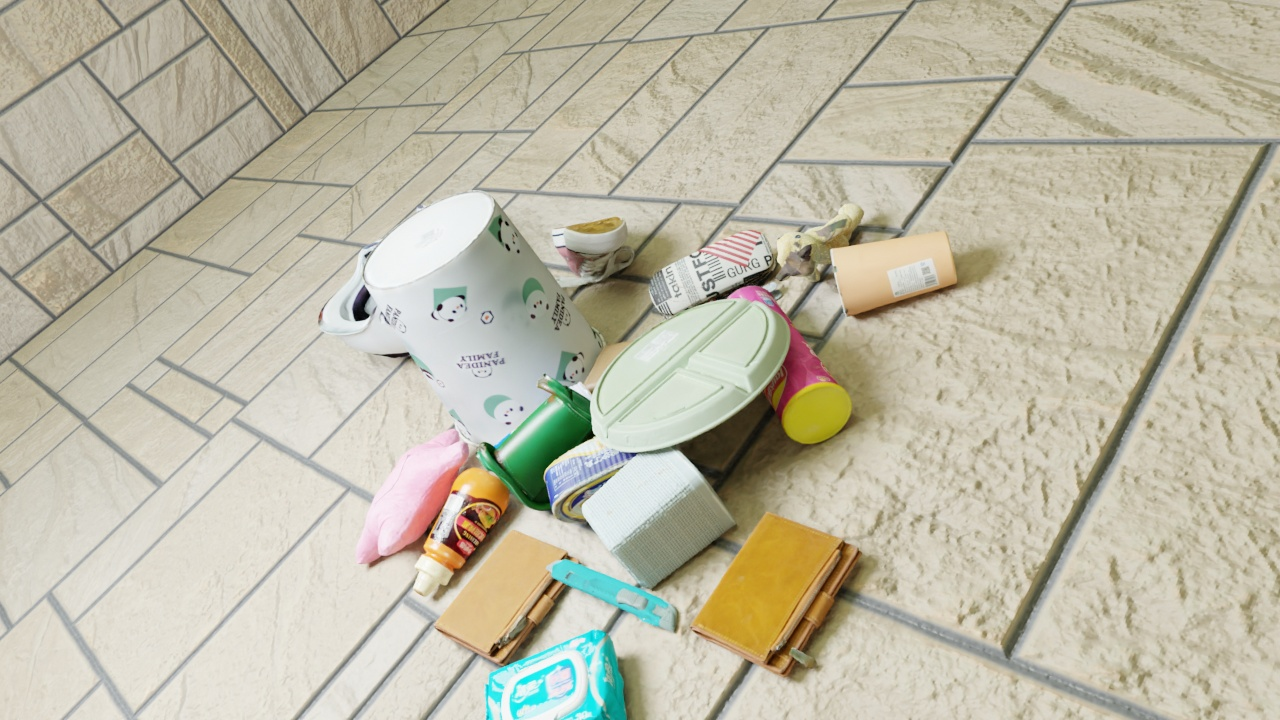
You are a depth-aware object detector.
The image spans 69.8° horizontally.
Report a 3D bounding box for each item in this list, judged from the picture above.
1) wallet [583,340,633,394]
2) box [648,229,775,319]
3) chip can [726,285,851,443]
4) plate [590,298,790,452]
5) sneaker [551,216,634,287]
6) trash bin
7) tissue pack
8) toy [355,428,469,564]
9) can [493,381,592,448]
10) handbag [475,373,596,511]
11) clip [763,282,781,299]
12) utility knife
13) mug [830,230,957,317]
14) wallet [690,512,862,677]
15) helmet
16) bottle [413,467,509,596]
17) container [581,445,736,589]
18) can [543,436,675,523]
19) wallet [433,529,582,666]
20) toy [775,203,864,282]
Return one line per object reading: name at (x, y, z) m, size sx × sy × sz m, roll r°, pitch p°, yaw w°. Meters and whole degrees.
wallet at (-0.007, 0.007, 1.122) m, size 0.115 × 0.033 × 0.090 m, roll -8°, pitch 39°, yaw 31°
box at (0.095, -0.099, 1.166) m, size 0.163 × 0.082 × 0.075 m, roll -26°, pitch 70°, yaw 6°
chip can at (0.149, -0.002, 0.981) m, size 0.071 × 0.071 × 0.210 m, roll -29°, pitch 36°, yaw 4°
plate at (0.045, 0.007, 0.948) m, size 0.230 × 0.027 × 0.229 m, roll -25°, pitch 27°, yaw 13°
sneaker at (-0.072, -0.154, 1.315) m, size 0.118 × 0.088 × 0.241 m, roll -15°, pitch 11°, yaw -15°
trash bin at (-0.198, -0.057, 1.148) m, size 0.230 × 0.252 × 0.229 m, roll -19°, pitch 38°, yaw 15°
tissue pack at (-0.078, 0.303, 0.805) m, size 0.133 × 0.050 × 0.093 m, roll -27°, pitch 37°, yaw 8°
toy at (-0.277, 0.163, 1.097) m, size 0.194 × 0.074 × 0.179 m, roll -54°, pitch 18°, yaw -10°
can at (-0.110, 0.084, 1.085) m, size 0.134 × 0.053 × 0.053 m, roll -38°, pitch 36°, yaw -8°
handbag at (-0.104, 0.090, 1.014) m, size 0.131 × 0.120 × 0.068 m, roll -44°, pitch 37°, yaw 0°
clip at (0.145, -0.074, 1.118) m, size 0.058 × 0.038 × 0.026 m, roll -32°, pitch 34°, yaw 2°
utility knife at (-0.029, 0.221, 0.879) m, size 0.158 × 0.013 × 0.029 m, roll 14°, pitch 49°, yaw 33°
mug at (0.277, -0.099, 1.002) m, size 0.123 × 0.078 × 0.078 m, roll -13°, pitch 40°, yaw 18°
wallet at (0.120, 0.200, 0.794) m, size 0.119 × 0.035 × 0.130 m, roll 15°, pitch 58°, yaw 46°
helmet at (-0.345, -0.097, 1.398) m, size 0.258 × 0.146 × 0.229 m, roll -43°, pitch 35°, yaw -2°
bottle at (-0.206, 0.194, 1.024) m, size 0.067 × 0.067 × 0.149 m, roll 7°, pitch 58°, yaw 41°
container at (0.014, 0.148, 0.891) m, size 0.111 × 0.090 × 0.090 m, roll -39°, pitch 36°, yaw -5°
can at (-0.029, 0.118, 0.966) m, size 0.148 × 0.074 × 0.049 m, roll -26°, pitch 47°, yaw 8°
wallet at (-0.135, 0.239, 0.938) m, size 0.108 × 0.031 × 0.131 m, roll 9°, pitch 49°, yaw 41°
toy at (0.214, -0.142, 1.080) m, size 0.156 × 0.066 × 0.105 m, roll -35°, pitch -14°, yaw -42°
